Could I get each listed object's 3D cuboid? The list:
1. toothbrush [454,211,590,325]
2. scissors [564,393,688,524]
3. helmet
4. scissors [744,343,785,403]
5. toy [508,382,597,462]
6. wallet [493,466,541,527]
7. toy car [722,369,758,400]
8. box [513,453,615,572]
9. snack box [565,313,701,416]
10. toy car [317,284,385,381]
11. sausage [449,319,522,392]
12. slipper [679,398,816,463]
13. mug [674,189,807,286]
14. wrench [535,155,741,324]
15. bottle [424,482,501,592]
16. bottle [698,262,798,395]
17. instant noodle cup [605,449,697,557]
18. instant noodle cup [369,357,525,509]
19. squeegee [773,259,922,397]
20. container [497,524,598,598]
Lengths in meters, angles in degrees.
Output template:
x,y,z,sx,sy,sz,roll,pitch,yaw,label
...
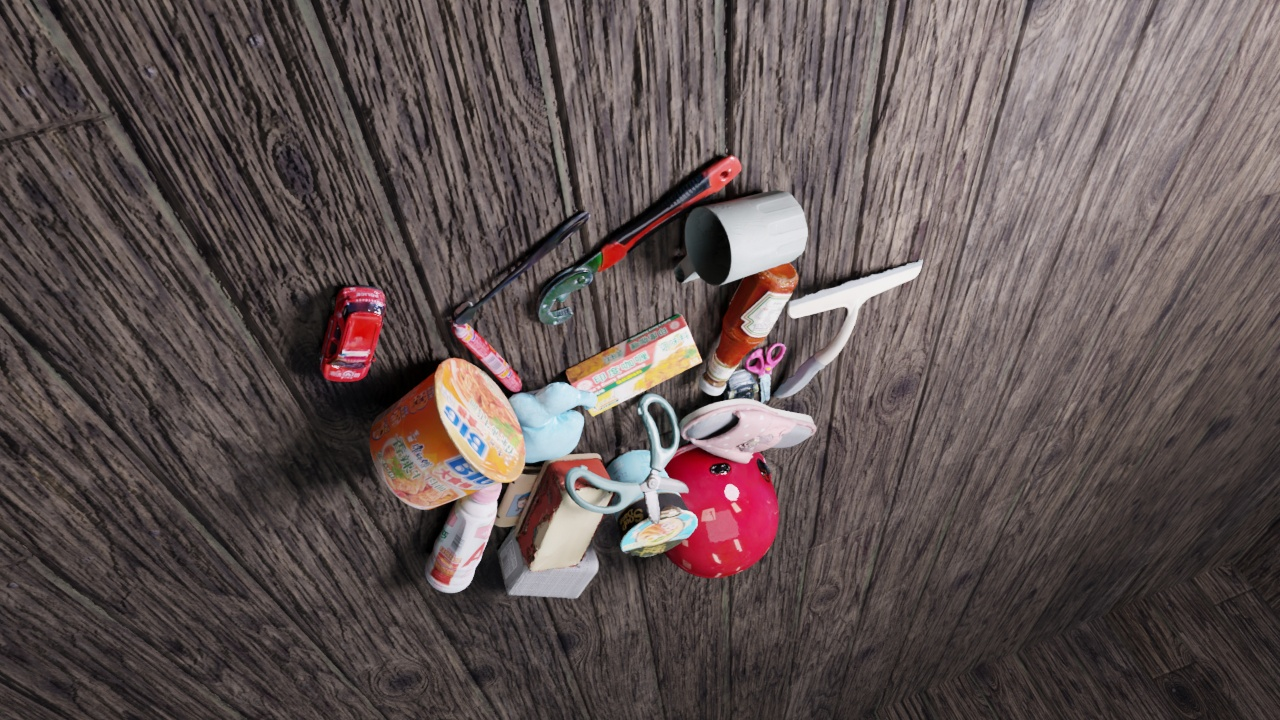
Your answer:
x,y,z,sx,sy,sz,roll,pitch,yaw,label
-0.123,-0.096,0.944,0.181,0.018,0.015,-37,134,11,toothbrush
-0.017,0.127,1.176,0.169,0.173,0.019,-1,179,-23,scissors
0.113,0.236,1.372,0.207,0.143,0.240,-25,142,3,helmet
0.166,0.023,1.251,0.063,0.017,0.135,-21,146,-11,scissors
-0.117,0.081,1.122,0.161,0.049,0.156,-21,142,13,toy
-0.146,0.186,1.259,0.087,0.024,0.115,5,132,-27,wallet
0.132,0.043,1.236,0.043,0.034,0.091,-20,156,-6,toy car
-0.102,0.211,1.230,0.091,0.079,0.169,0,131,-32,box
-0.007,0.007,1.120,0.156,0.027,0.077,-27,142,1,snack box
-0.287,-0.022,0.914,0.052,0.045,0.121,2,137,-30,toy car
-0.169,-0.004,1.022,0.020,0.020,0.156,-29,143,5,sausage
0.157,0.104,1.279,0.114,0.054,0.274,-32,152,32,slipper
0.104,-0.125,0.985,0.103,0.083,0.124,-19,171,-26,mug
-0.007,-0.126,0.971,0.274,0.016,0.056,-37,145,16,wrench
-0.233,0.228,1.228,0.068,0.068,0.197,3,130,-32,bottle
0.124,-0.037,1.117,0.059,0.059,0.207,-2,137,-28,bottle
0.007,0.191,1.271,0.111,0.120,0.111,-15,143,-12,instant noodle cup
-0.216,0.088,1.010,0.112,0.151,0.151,-29,144,18,instant noodle cup
0.238,-0.013,1.205,0.245,0.039,0.247,-18,152,-34,squeegee
-0.138,0.289,1.333,0.114,0.090,0.090,8,131,-32,container
